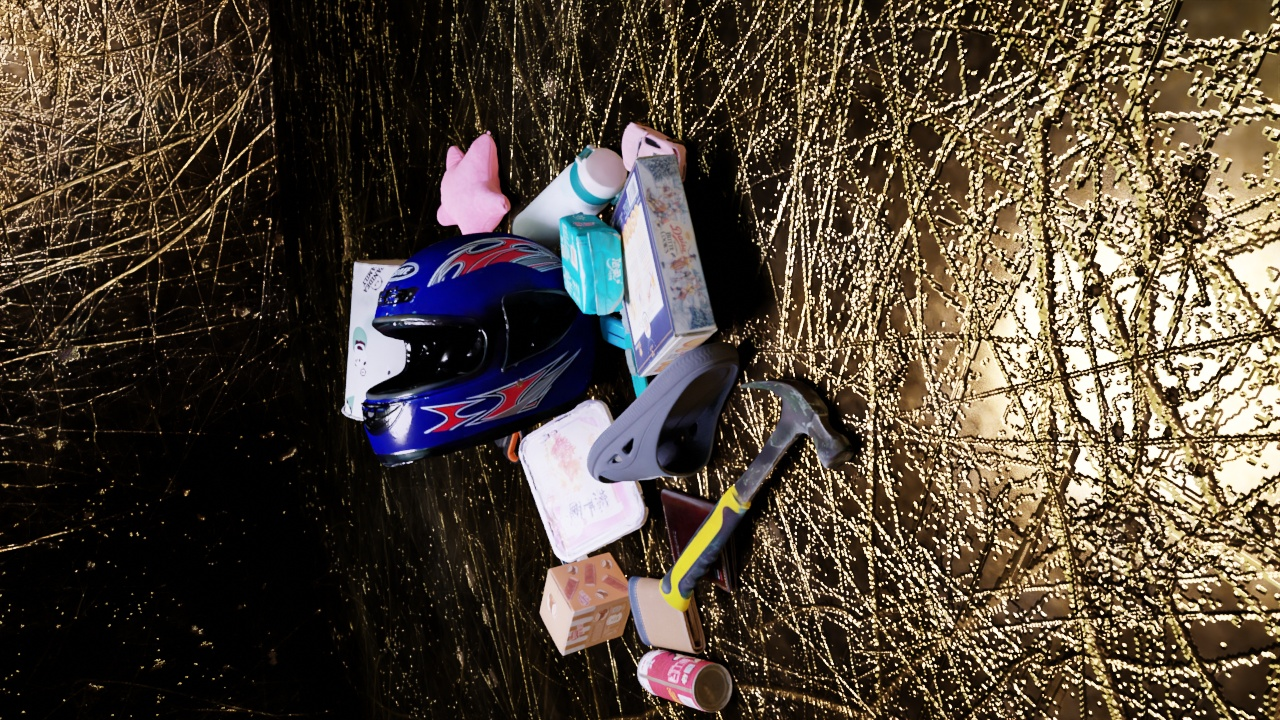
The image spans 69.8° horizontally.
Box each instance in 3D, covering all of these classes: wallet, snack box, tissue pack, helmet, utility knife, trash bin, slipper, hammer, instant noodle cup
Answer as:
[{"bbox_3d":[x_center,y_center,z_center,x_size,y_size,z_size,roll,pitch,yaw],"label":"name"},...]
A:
[{"bbox_3d":[0.030,0.307,1.114,0.115,0.033,0.090,-18,86,59],"label":"wallet"},{"bbox_3d":[0.016,-0.090,0.942,0.178,0.045,0.182,131,128,-73],"label":"snack box"},{"bbox_3d":[-0.056,-0.110,1.021,0.133,0.050,0.093,-130,33,-66],"label":"tissue pack"},{"bbox_3d":[0.065,0.200,1.035,0.122,0.020,0.096,5,103,61],"label":"wallet"},{"bbox_3d":[-0.208,-0.032,1.127,0.248,0.314,0.240,-6,103,51],"label":"helmet"},{"bbox_3d":[-0.006,0.006,1.071,0.029,0.013,0.223,9,115,54],"label":"utility knife"},{"bbox_3d":[-0.384,-0.039,1.538,0.230,0.229,0.252,16,107,57],"label":"trash bin"},{"bbox_3d":[0.007,-0.018,1.068,0.194,0.018,0.034,25,120,53],"label":"utility knife"},{"bbox_3d":[0.029,0.082,0.974,0.083,0.110,0.269,62,141,22],"label":"slipper"},{"bbox_3d":[-0.073,0.325,1.231,0.077,0.094,0.093,52,140,40],"label":"snack box"},{"bbox_3d":[0.094,0.145,0.924,0.126,0.031,0.324,60,138,34],"label":"hammer"},{"bbox_3d":[-0.063,0.151,1.153,0.138,0.060,0.173,-30,69,18],"label":"instant noodle cup"}]

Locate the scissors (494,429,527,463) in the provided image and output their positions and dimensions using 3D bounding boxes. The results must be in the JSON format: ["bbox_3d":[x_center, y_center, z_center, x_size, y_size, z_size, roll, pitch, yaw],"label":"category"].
[{"bbox_3d":[-0.178,0.074,1.419,0.236,0.021,0.143,-41,72,48],"label":"scissors"}]

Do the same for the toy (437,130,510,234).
[{"bbox_3d":[-0.246,-0.254,1.375,0.194,0.074,0.179,41,122,43],"label":"toy"}]

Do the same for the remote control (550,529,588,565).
[{"bbox_3d":[-0.108,0.270,1.347,0.150,0.021,0.058,61,145,31],"label":"remote control"}]

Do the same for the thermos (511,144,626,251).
[{"bbox_3d":[-0.087,-0.191,1.129,0.225,0.073,0.073,-25,78,59],"label":"thermos"}]

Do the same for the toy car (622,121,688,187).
[{"bbox_3d":[0.011,-0.218,0.982,0.122,0.037,0.056,42,131,48],"label":"toy car"}]

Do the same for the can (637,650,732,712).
[{"bbox_3d":[0.049,0.374,1.078,0.133,0.053,0.053,-17,84,60],"label":"can"}]
